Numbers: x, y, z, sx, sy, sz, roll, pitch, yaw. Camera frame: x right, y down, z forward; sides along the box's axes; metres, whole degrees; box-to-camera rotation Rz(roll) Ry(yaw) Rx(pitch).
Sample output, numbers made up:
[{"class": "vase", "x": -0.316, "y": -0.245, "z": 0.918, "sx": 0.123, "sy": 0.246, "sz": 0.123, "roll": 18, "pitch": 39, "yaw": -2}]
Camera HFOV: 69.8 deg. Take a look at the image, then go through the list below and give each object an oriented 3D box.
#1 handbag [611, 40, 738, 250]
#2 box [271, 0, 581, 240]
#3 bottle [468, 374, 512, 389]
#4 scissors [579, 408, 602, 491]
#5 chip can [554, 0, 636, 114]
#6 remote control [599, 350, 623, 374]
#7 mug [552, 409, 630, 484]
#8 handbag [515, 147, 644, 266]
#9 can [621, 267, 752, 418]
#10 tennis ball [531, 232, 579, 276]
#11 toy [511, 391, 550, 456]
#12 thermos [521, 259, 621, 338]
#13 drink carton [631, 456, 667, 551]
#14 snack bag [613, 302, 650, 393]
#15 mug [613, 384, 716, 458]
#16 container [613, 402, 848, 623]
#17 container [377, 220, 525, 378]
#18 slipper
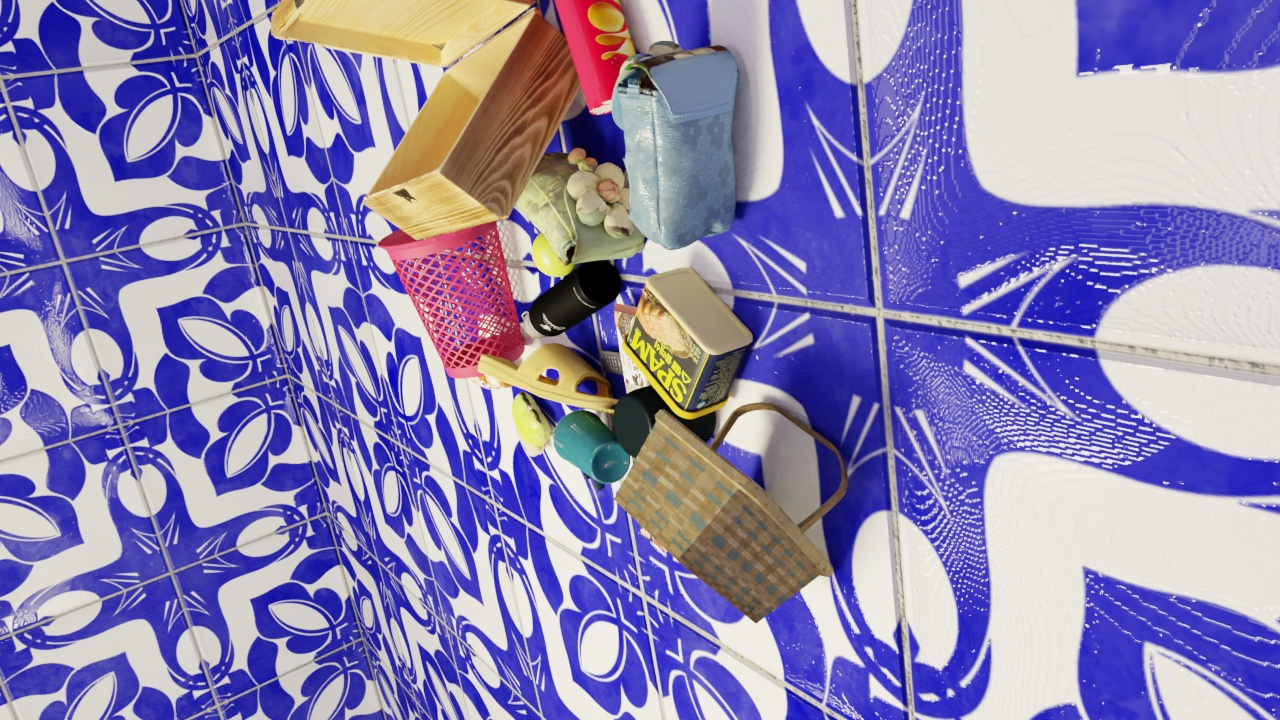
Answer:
[{"class": "handbag", "x": 0.032, "y": -0.213, "z": 0.905, "sx": 0.119, "sy": 0.121, "sz": 0.192, "roll": 32, "pitch": 137, "yaw": 45}, {"class": "box", "x": -0.268, "y": -0.353, "z": 1.089, "sx": 0.315, "sy": 0.281, "sz": 0.280, "roll": 37, "pitch": 162, "yaw": -27}, {"class": "bottle", "x": -0.241, "y": 0.018, "z": 1.504, "sx": 0.109, "sy": 0.063, "sz": 0.063, "roll": 16, "pitch": 120, "yaw": 55}, {"class": "scissors", "x": -0.080, "y": 0.131, "z": 1.348, "sx": 0.128, "sy": 0.019, "sz": 0.141, "roll": 59, "pitch": 153, "yaw": 4}, {"class": "chip can", "x": -0.056, "y": -0.382, "z": 0.987, "sx": 0.069, "sy": 0.069, "sz": 0.220, "roll": -11, "pitch": 98, "yaw": 59}, {"class": "remote control", "x": -0.010, "y": 0.004, "z": 1.185, "sx": 0.137, "sy": 0.015, "sz": 0.032, "roll": 8, "pitch": 114, "yaw": 56}, {"class": "mug", "x": -0.063, "y": 0.120, "z": 1.242, "sx": 0.121, "sy": 0.078, "sz": 0.078, "roll": -151, "pitch": 48, "yaw": -62}, {"class": "handbag", "x": -0.075, "y": -0.195, "z": 1.086, "sx": 0.186, "sy": 0.113, "sz": 0.117, "roll": 53, "pitch": 138, "yaw": 27}, {"class": "can", "x": 0.051, "y": -0.022, "z": 1.022, "sx": 0.135, "sy": 0.075, "sz": 0.105, "roll": 50, "pitch": 141, "yaw": 29}, {"class": "tennis ball", "x": -0.110, "y": -0.143, "z": 1.209, "sx": 0.065, "sy": 0.065, "sz": 0.065, "roll": 34, "pitch": 134, "yaw": 44}, {"class": "toy", "x": -0.178, "y": 0.108, "z": 1.476, "sx": 0.092, "sy": 0.046, "sz": 0.115, "roll": 51, "pitch": 151, "yaw": 30}, {"class": "thermos", "x": -0.105, "y": -0.073, "z": 1.244, "sx": 0.232, "sy": 0.061, "sz": 0.061, "roll": -25, "pitch": 85, "yaw": 59}, {"class": "drink carton", "x": 0.026, "y": 0.178, "z": 1.204, "sx": 0.064, "sy": 0.040, "sz": 0.130, "roll": 21, "pitch": 124, "yaw": 50}, {"class": "snack bag", "x": -0.007, "y": 0.007, "z": 1.151, "sx": 0.057, "sy": 0.013, "sz": 0.158, "roll": 17, "pitch": 121, "yaw": 51}, {"class": "mug", "x": 0.014, "y": 0.067, "z": 1.092, "sx": 0.122, "sy": 0.094, "sz": 0.085, "roll": 9, "pitch": 106, "yaw": 50}, {"class": "container", "x": 0.110, "y": 0.138, "z": 0.941, "sx": 0.157, "sy": 0.186, "sz": 0.250, "roll": 38, "pitch": 173, "yaw": 41}, {"class": "container", "x": -0.270, "y": -0.100, "z": 1.397, "sx": 0.183, "sy": 0.182, "sz": 0.226, "roll": 14, "pitch": 126, "yaw": 54}, {"class": "slipper", "x": -0.121, "y": 0.017, "z": 1.284, "sx": 0.264, "sy": 0.099, "sz": 0.078, "roll": 15, "pitch": 84, "yaw": 37}]
